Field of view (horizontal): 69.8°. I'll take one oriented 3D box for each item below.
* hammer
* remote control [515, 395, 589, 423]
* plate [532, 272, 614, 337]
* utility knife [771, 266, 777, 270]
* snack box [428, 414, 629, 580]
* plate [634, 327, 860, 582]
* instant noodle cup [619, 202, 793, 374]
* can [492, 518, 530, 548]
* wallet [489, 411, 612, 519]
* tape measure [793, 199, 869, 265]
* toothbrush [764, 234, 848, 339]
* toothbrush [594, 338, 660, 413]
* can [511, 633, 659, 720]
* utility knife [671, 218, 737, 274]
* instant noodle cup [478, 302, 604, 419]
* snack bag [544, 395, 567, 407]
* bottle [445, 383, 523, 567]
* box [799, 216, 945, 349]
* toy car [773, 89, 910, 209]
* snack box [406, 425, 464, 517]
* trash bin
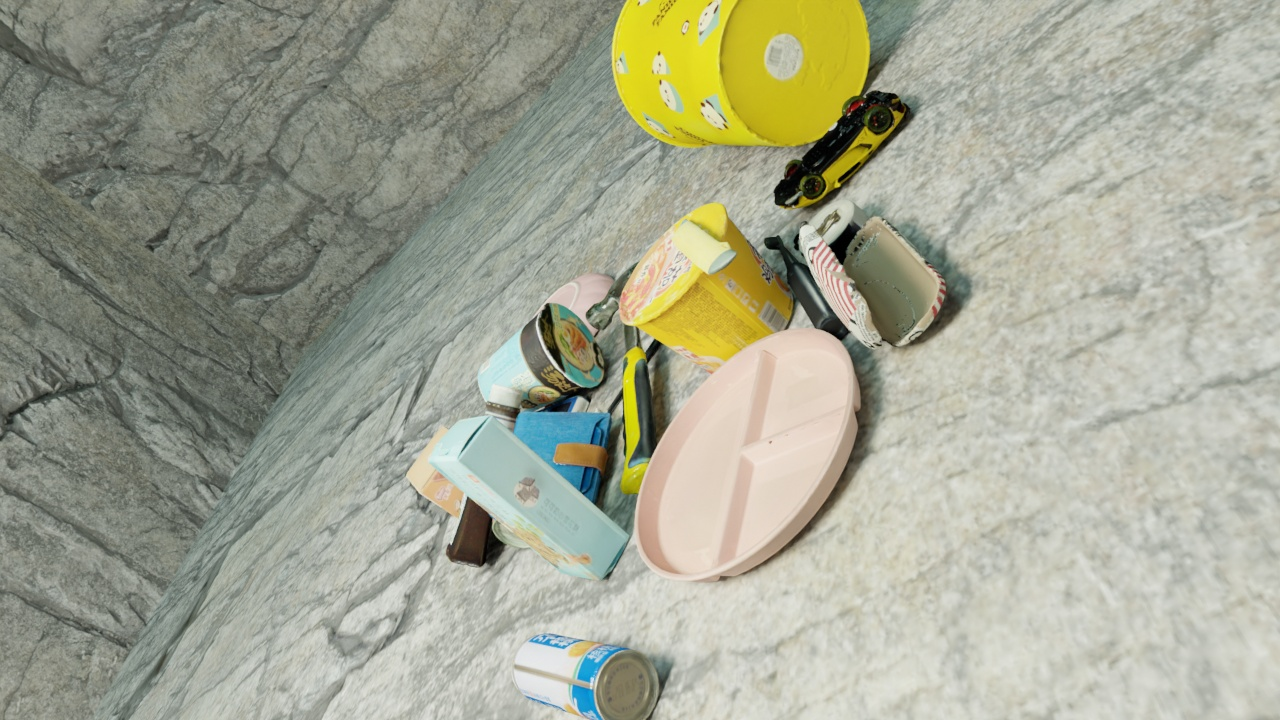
[{"bbox_3d":[-0.006,0.006,0.940,0.126,0.032,0.322,-45,29,27],"label":"hammer"},{"bbox_3d":[-0.112,0.078,1.082,0.125,0.024,0.048,-22,36,43],"label":"remote control"},{"bbox_3d":[-0.112,-0.048,1.254,0.193,0.039,0.192,-41,25,23],"label":"plate"},{"bbox_3d":[0.063,-0.067,0.964,0.210,0.015,0.033,-17,41,48],"label":"utility knife"},{"bbox_3d":[-0.097,0.120,0.796,0.051,0.175,0.074,-55,21,-24],"label":"snack box"},{"bbox_3d":[0.082,0.074,0.720,0.230,0.028,0.229,-41,26,24],"label":"plate"},{"bbox_3d":[0.065,-0.058,0.842,0.138,0.110,0.137,-41,25,24],"label":"instant noodle cup"},{"bbox_3d":[-0.114,0.125,0.973,0.058,0.058,0.147,-37,26,31],"label":"can"},{"bbox_3d":[-0.087,0.104,0.920,0.106,0.040,0.132,1,43,10],"label":"wallet"},{"bbox_3d":[0.173,-0.110,0.817,0.066,0.033,0.065,-46,25,14],"label":"tape measure"},{"bbox_3d":[0.143,-0.074,0.826,0.212,0.027,0.026,-103,10,-62],"label":"toothbrush"},{"bbox_3d":[-0.002,0.003,1.001,0.181,0.018,0.016,-53,15,-9],"label":"toothbrush"},{"bbox_3d":[-0.045,0.235,0.682,0.135,0.053,0.053,-15,42,55],"label":"can"},{"bbox_3d":[0.048,-0.099,0.769,0.031,0.018,0.167,-44,26,6],"label":"utility knife"},{"bbox_3d":[-0.121,0.010,1.069,0.121,0.111,0.111,-33,28,26],"label":"instant noodle cup"},{"bbox_3d":[-0.089,0.022,1.120,0.105,0.026,0.045,-47,21,9],"label":"snack bag"},{"bbox_3d":[-0.169,0.124,1.005,0.080,0.044,0.195,177,107,-77],"label":"bottle"},{"bbox_3d":[0.181,-0.068,0.706,0.088,0.076,0.162,-25,26,6],"label":"box"},{"bbox_3d":[0.195,-0.205,0.907,0.156,0.041,0.071,-44,23,12],"label":"toy car"},{"bbox_3d":[-0.210,0.139,1.084,0.077,0.094,0.093,-55,22,-9],"label":"snack box"},{"bbox_3d":[0.116,-0.351,1.065,0.229,0.229,0.255,-51,28,1],"label":"trash bin"}]
